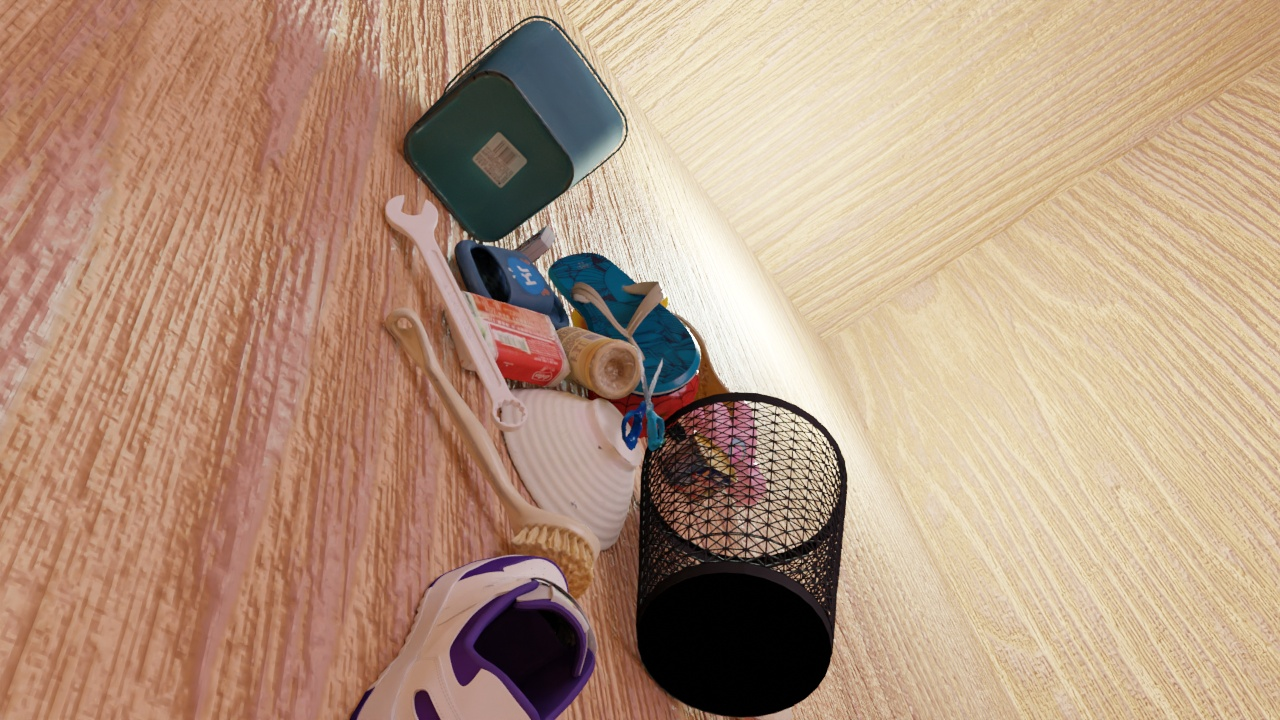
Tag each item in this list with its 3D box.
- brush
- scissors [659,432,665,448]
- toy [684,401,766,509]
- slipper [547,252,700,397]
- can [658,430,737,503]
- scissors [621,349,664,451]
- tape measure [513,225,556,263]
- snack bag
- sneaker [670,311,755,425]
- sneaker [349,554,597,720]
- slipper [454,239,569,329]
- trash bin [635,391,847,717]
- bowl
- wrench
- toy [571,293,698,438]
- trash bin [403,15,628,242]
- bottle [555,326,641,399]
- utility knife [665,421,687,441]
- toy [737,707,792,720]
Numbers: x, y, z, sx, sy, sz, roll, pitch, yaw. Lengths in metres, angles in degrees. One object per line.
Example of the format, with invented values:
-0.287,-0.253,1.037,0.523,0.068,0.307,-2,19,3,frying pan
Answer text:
-0.122,0.070,0.720,0.272,0.062,0.077,54,10,7,brush
0.015,0.056,1.171,0.127,0.011,0.125,52,30,-32,scissors
0.124,0.131,1.289,0.123,0.067,0.157,-2,79,-46,toy
-0.021,-0.063,1.031,0.295,0.118,0.060,-128,-145,-47,slipper
0.072,0.135,1.150,0.099,0.059,0.054,38,24,-50,can
0.006,0.045,0.868,0.132,0.014,0.127,-61,151,-52,scissors
-0.128,-0.125,1.060,0.020,0.060,0.062,52,16,-17,tape measure
-0.124,-0.019,0.862,0.115,0.036,0.077,15,42,-47,snack bag
0.078,0.033,1.377,0.235,0.087,0.079,54,-15,-5,sneaker
-0.074,0.163,0.552,0.092,0.111,0.243,55,16,-5,sneaker
-0.129,-0.079,0.973,0.103,0.059,0.213,59,14,17,slipper
0.093,0.183,0.868,0.217,0.217,0.242,52,23,-17,trash bin
-0.048,0.084,0.866,0.177,0.071,0.177,50,17,-22,bowl
-0.164,-0.049,0.811,0.047,0.009,0.273,-16,60,-27,wrench
-0.006,0.006,1.063,0.216,0.147,0.099,-108,-174,-49,toy
-0.146,-0.260,1.061,0.199,0.197,0.218,51,23,-17,trash bin
-0.057,-0.003,0.925,0.056,0.056,0.162,49,-14,-25,bottle
0.021,0.067,1.206,0.174,0.020,0.028,47,39,-35,utility knife
0.120,0.336,0.911,0.087,0.050,0.112,42,18,-44,toy
